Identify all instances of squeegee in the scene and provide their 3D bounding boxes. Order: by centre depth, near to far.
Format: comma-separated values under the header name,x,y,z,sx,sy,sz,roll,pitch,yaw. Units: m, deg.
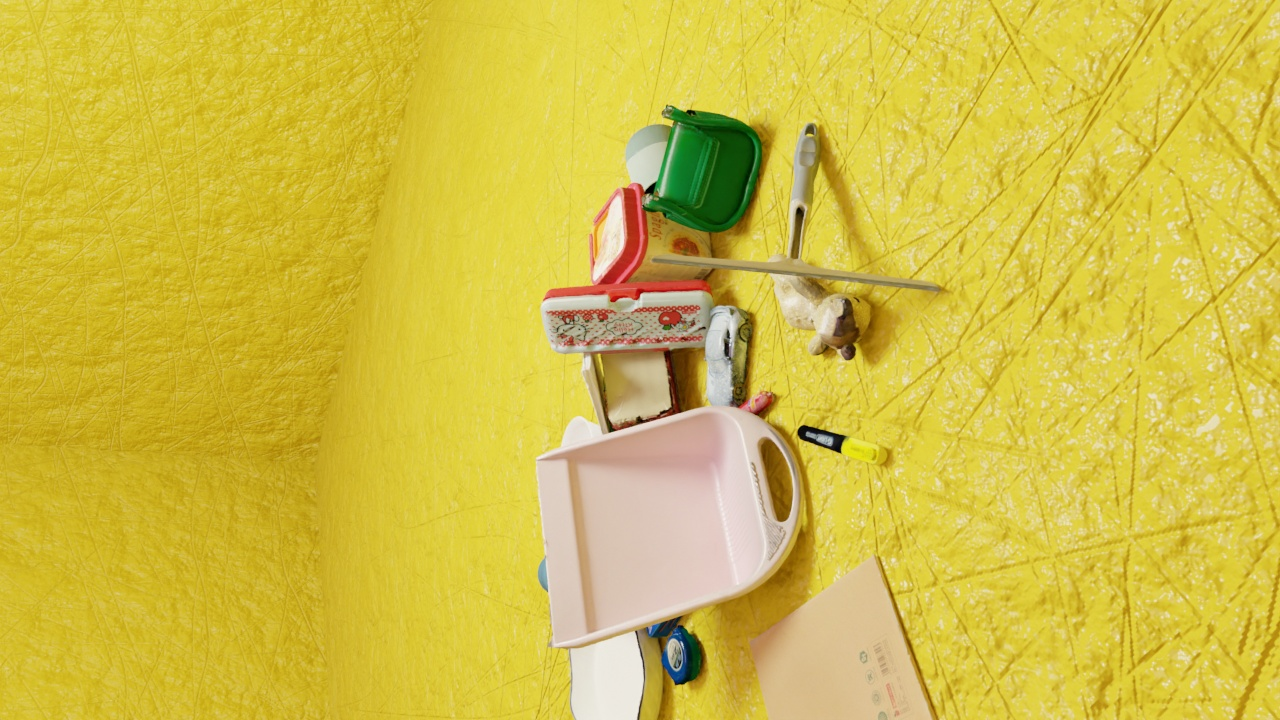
name,x,y,z,sx,sy,sz,roll,pitch,yaw
squeegee,0.153,-0.147,0.877,0.039,0.246,0.245,87,-167,-46

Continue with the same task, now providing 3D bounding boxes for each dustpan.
name,x,y,z,sx,sy,sz,roll,pitch,yaw
dustpan,0.021,0.154,0.949,0.139,0.273,0.222,95,165,-61

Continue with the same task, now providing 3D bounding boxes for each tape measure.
name,x,y,z,sx,sy,sz,roll,pitch,yaw
tape measure,0.048,0.336,1.039,0.054,0.025,0.058,50,130,53

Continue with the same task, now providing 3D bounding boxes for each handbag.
name,x,y,z,sx,sy,sz,roll,pitch,yaw
handbag,0.067,-0.215,1.038,0.068,0.120,0.131,-137,59,-63

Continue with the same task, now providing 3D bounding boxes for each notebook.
name,x,y,z,sx,sy,sz,roll,pitch,yaw
notebook,0.173,0.288,0.831,0.208,0.008,0.147,-53,39,43
notebook,-0.053,0.039,1.180,0.209,0.012,0.150,-101,-3,-68

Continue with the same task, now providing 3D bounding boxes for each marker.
name,x,y,z,sx,sy,sz,roll,pitch,yaw
marker,0.184,0.077,0.856,0.124,0.015,0.018,15,93,64

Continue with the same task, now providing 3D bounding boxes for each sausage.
name,x,y,z,sx,sy,sz,roll,pitch,yaw
sausage,0.102,0.069,1.010,0.156,0.020,0.020,-46,44,48

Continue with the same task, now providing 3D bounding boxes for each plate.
name,x,y,z,sx,sy,sz,roll,pitch,yaw
plate,-0.031,0.394,1.154,0.205,0.045,0.204,-24,62,57

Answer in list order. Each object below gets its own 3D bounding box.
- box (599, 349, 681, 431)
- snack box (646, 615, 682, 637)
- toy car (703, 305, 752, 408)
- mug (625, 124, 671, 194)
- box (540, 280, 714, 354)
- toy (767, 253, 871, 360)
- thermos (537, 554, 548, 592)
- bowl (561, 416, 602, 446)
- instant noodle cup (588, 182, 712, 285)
name,x,y,z,sx,sy,sz,roll,pitch,yaw
box,-0.006,0.007,1.127,0.079,0.091,0.168,62,-163,-60
snack box,0.040,0.245,1.075,0.157,0.026,0.084,-62,34,34
toy car,0.094,-0.001,1.025,0.054,0.036,0.120,-1,86,61
mug,0.028,-0.230,1.171,0.112,0.082,0.106,82,175,-54
box,-0.013,-0.046,1.071,0.048,0.201,0.087,-84,-11,-53
toy,0.166,-0.058,0.884,0.157,0.066,0.105,-126,17,-58
thermos,-0.076,0.280,1.166,0.221,0.070,0.070,161,114,-67
bowl,-0.059,0.137,1.249,0.118,0.064,0.118,5,90,65
instant noodle cup,0.014,-0.136,1.111,0.117,0.124,0.116,-43,43,50
